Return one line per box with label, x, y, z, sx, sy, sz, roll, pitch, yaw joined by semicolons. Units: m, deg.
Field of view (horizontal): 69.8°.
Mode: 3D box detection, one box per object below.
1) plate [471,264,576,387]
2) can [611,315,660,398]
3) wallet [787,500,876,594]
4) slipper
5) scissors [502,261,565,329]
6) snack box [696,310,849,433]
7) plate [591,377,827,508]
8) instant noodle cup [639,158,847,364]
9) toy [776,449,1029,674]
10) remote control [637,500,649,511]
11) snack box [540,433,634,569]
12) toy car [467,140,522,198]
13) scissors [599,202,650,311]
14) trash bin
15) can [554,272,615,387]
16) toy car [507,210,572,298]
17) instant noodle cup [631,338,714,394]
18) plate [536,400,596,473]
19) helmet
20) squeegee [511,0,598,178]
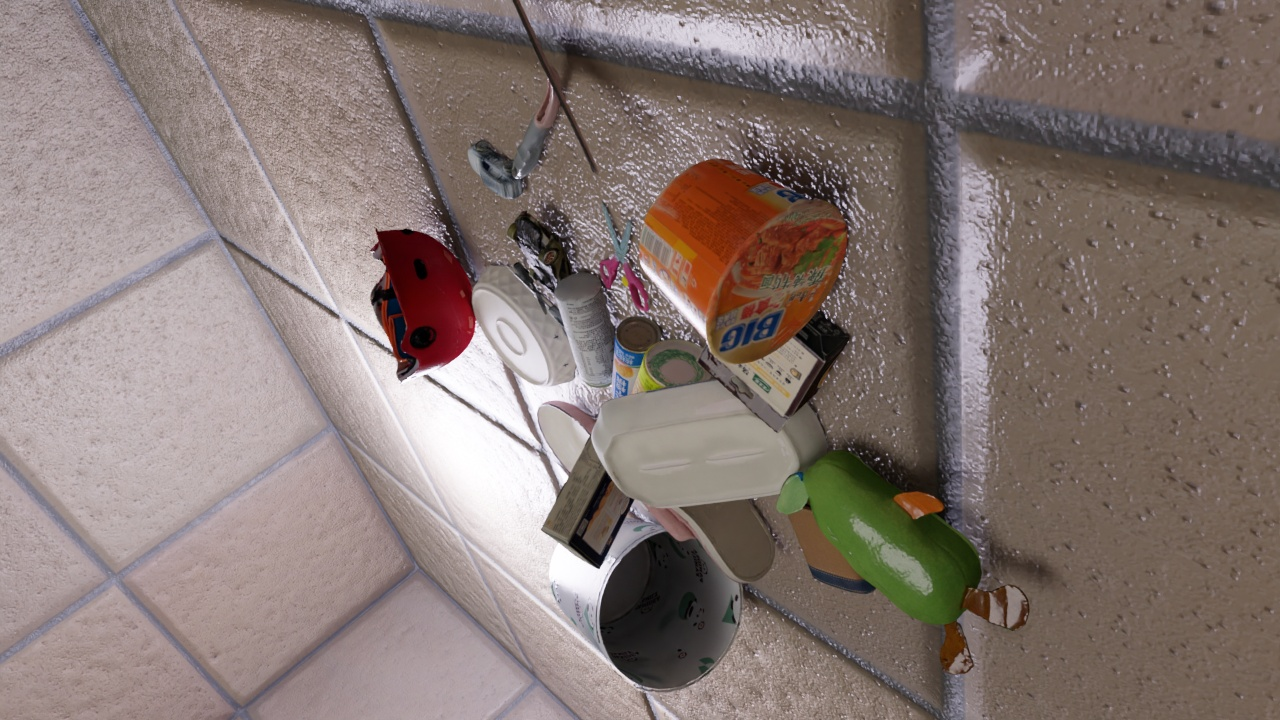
plate;-0.173;-0.043;1.329;0.205;0.045;0.205;38;151;26
can;-0.007;0.006;1.110;0.053;0.053;0.135;41;152;21
wallet;0.214;0.207;1.039;0.090;0.033;0.115;5;128;53
slipper;0.065;0.166;1.142;0.274;0.114;0.055;49;151;-9
scissors;-0.129;-0.080;1.169;0.159;0.014;0.178;47;-175;-25
snack box;0.122;-0.011;0.874;0.113;0.053;0.126;43;151;16
plate;0.065;0.099;0.987;0.266;0.034;0.162;-11;121;28
instant noodle cup;0.078;-0.089;0.757;0.111;0.151;0.152;43;154;34
toy;0.249;0.179;0.880;0.246;0.089;0.227;45;153;20
remote control;-0.010;0.154;1.314;0.125;0.048;0.024;49;152;4
snack box;-0.049;0.167;1.194;0.046;0.177;0.182;22;163;17
toy car;-0.178;-0.229;1.109;0.090;0.034;0.043;40;156;25
scissors;-0.026;-0.116;1.031;0.118;0.017;0.133;19;136;54
trash bin;-0.009;0.340;1.375;0.229;0.229;0.252;59;159;-15
can;-0.063;-0.036;1.141;0.058;0.058;0.147;29;147;38
toy car;-0.116;-0.122;1.131;0.070;0.042;0.158;40;164;25
instant noodle cup;0.035;0.042;1.042;0.112;0.111;0.124;39;144;25
plate;-0.083;0.135;1.418;0.192;0.039;0.193;38;152;25
helmet;-0.321;-0.097;1.384;0.241;0.143;0.206;103;147;-48
squeegee;-0.106;-0.253;0.955;0.247;0.040;0.250;65;161;8
